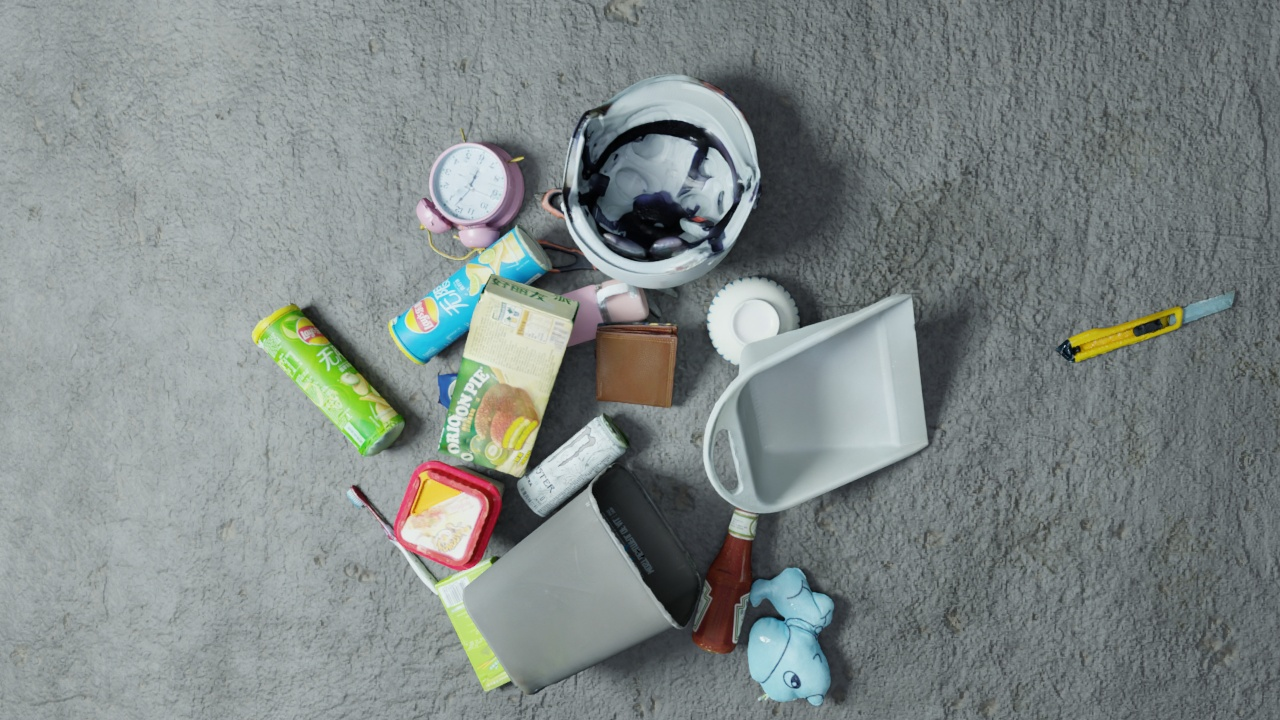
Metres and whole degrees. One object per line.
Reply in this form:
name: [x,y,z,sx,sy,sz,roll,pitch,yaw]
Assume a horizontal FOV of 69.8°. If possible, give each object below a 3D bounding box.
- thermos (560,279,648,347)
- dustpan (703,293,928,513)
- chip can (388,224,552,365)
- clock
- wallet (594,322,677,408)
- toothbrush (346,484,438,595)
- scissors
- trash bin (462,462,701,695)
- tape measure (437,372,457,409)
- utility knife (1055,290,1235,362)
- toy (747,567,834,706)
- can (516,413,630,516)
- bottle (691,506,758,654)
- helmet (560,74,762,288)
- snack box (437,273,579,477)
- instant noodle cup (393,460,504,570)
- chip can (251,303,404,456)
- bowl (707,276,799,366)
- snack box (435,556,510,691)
thermos: [-0.092,-0.053,1.141,0.199,0.087,0.067,-16,75,11]
dustpan: [0.204,0.071,1.066,0.258,0.142,0.223,-9,119,12]
chip can: [-0.215,-0.082,1.156,0.210,0.071,0.071,-36,89,11]
clock: [-0.218,-0.203,1.165,0.117,0.059,0.158,25,97,5]
wallet: [-0.007,0.007,1.143,0.101,0.032,0.125,4,130,2]
toothbrush: [-0.328,0.241,1.220,0.017,0.016,0.187,-41,88,14]
scissors: [-0.060,-0.130,1.176,0.213,0.015,0.197,-11,92,5]
trash bin: [-0.072,0.270,1.117,0.220,0.198,0.199,-35,87,13]
tape measure: [-0.235,0.041,1.196,0.058,0.025,0.054,-2,94,10]
utility knife: [0.614,-0.043,1.112,0.218,0.015,0.033,-19,93,6]
toy: [0.187,0.356,1.158,0.161,0.049,0.156,42,96,10]
can: [-0.086,0.133,1.169,0.147,0.058,0.058,-40,89,6]
bottle: [0.116,0.264,1.156,0.060,0.059,0.206,14,94,5]
helmet: [0.023,-0.195,1.095,0.229,0.146,0.258,15,68,1]
snack box: [-0.162,0.022,1.117,0.114,0.063,0.241,18,120,-5]
instant noodle cup: [-0.230,0.187,1.153,0.116,0.124,0.116,22,94,4]
chip can: [-0.400,0.028,1.188,0.072,0.072,0.221,-44,88,6]
bowl: [0.140,-0.047,1.133,0.116,0.066,0.116,0,93,6]
snack box: [-0.198,0.346,1.206,0.086,0.026,0.156,-26,90,6]
